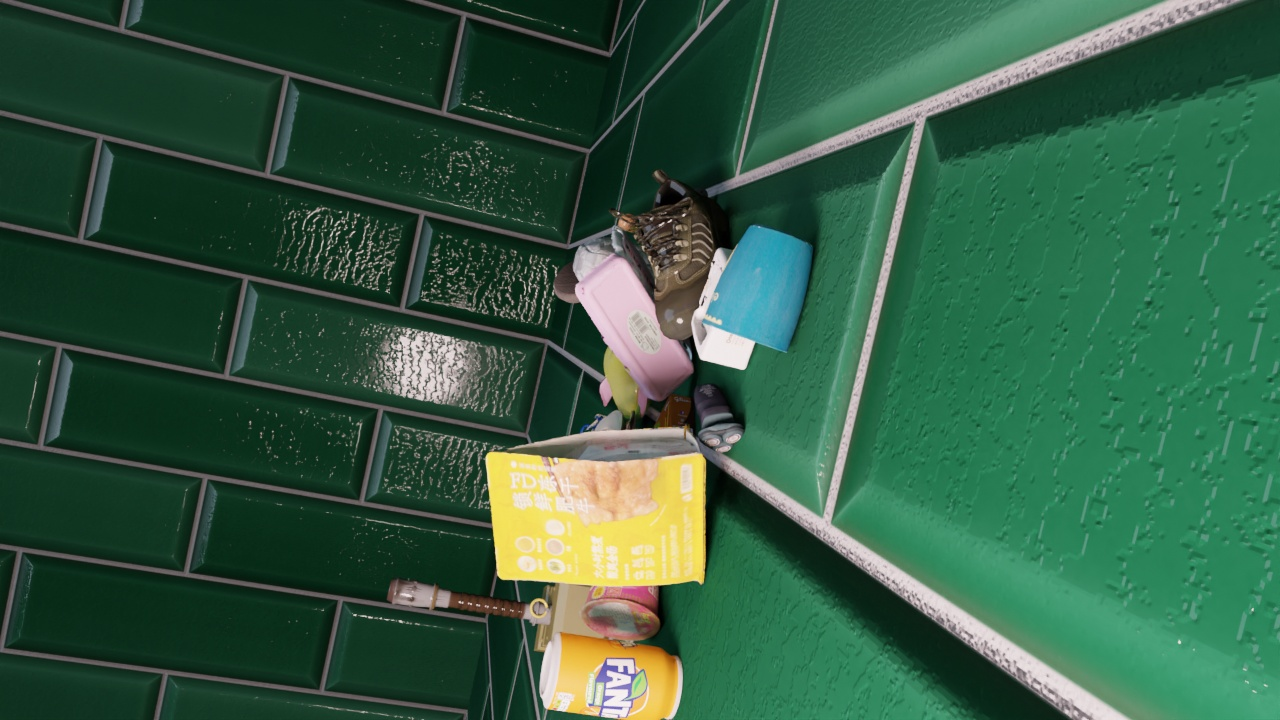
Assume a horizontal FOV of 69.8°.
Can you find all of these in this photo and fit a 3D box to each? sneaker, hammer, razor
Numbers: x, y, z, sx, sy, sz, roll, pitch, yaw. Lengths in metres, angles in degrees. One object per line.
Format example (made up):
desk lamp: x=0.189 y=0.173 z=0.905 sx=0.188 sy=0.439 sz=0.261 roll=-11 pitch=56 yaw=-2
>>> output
sneaker: x=0.039 y=-0.147 z=1.111 sx=0.101 sy=0.143 sz=0.237 roll=-26 pitch=39 yaw=31
hammer: x=-0.219 y=0.375 z=1.398 sx=0.191 sy=0.324 sz=0.100 roll=127 pitch=153 yaw=-65
razor: x=0.080 y=0.056 z=1.005 sx=0.142 sy=0.047 sz=0.052 roll=-100 pitch=0 yaw=-68
sneaker: x=-0.055 y=-0.103 z=1.487 sx=0.234 sy=0.095 sz=0.120 roll=-28 pitch=-45 yaw=-54

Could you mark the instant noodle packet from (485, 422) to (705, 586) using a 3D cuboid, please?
instant noodle packet: x=-0.046 y=0.158 z=0.971 sx=0.084 sy=0.221 sz=0.163 roll=-100 pitch=7 yaw=-64

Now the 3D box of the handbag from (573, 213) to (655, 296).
handbag: x=-0.003 y=-0.138 z=1.272 sx=0.112 sy=0.171 sz=0.123 roll=-116 pitch=39 yaw=-72

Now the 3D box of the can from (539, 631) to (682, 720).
can: x=-0.033 y=0.342 z=0.989 sx=0.079 sy=0.142 sz=0.079 roll=-169 pitch=91 yaw=-79

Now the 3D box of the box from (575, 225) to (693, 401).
box: x=0.008 y=-0.060 z=1.159 sx=0.073 sy=0.201 sz=0.149 roll=-5 pitch=41 yaw=40

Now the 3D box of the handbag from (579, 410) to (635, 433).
handbag: x=-0.054 y=0.163 z=1.282 sx=0.200 sy=0.093 sz=0.200 roll=107 pitch=173 yaw=-53

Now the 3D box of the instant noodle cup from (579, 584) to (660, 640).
instant noodle cup: x=-0.016 y=0.273 z=1.134 sx=0.098 sy=0.097 sz=0.108 roll=114 pitch=172 yaw=-46

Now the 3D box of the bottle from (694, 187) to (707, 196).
bottle: x=0.068 y=-0.203 z=1.310 sx=0.113 sy=0.047 sz=0.046 roll=117 pitch=161 yaw=-53

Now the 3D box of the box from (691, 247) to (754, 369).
box: x=0.089 y=-0.061 z=0.994 sx=0.102 sy=0.076 sz=0.107 roll=-99 pitch=26 yaw=-58

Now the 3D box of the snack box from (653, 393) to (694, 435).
snack box: x=0.037 y=0.146 z=1.136 sx=0.101 sy=0.031 sz=0.185 roll=114 pitch=164 yaw=-46

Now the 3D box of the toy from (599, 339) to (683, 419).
toy: x=-0.008 y=0.008 z=1.350 sx=0.239 sy=0.087 sz=0.190 roll=116 pitch=145 yaw=-47

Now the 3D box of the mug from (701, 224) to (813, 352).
mug: x=0.119 y=-0.069 z=0.874 sx=0.104 sy=0.084 sz=0.112 roll=-71 pitch=-17 yaw=5
